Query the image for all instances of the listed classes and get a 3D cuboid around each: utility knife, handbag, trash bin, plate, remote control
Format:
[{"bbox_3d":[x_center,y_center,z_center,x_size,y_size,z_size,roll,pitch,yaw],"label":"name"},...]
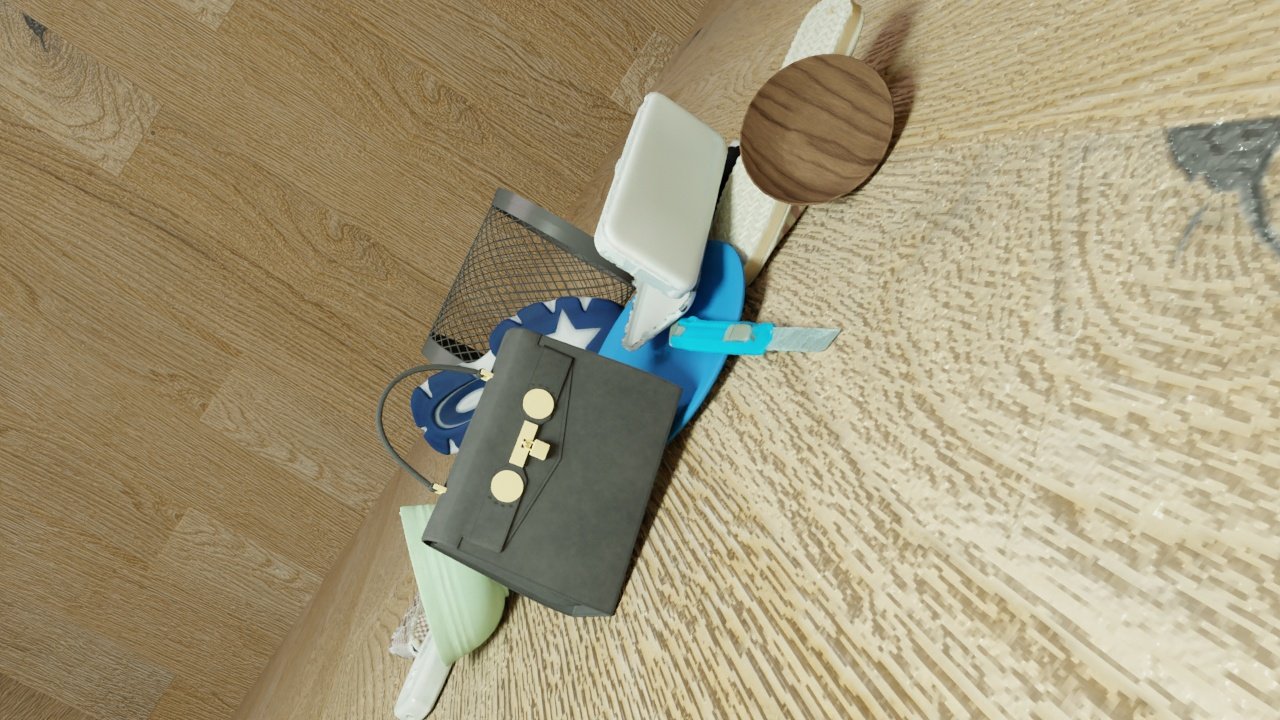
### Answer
[{"bbox_3d":[0.072,-0.019,0.662,0.221,0.015,0.031,6,71,62],"label":"utility knife"},{"bbox_3d":[-0.092,0.064,0.654,0.072,0.195,0.175,-29,38,59],"label":"handbag"},{"bbox_3d":[-0.142,-0.066,1.176,0.227,0.217,0.218,-60,13,2],"label":"trash bin"},{"bbox_3d":[0.020,0.000,0.789,0.225,0.024,0.223,-44,29,32],"label":"plate"},{"bbox_3d":[-0.230,0.258,1.073,0.124,0.047,0.185,-35,25,59],"label":"handbag"},{"bbox_3d":[-0.210,0.307,0.923,0.060,0.028,0.114,-46,17,38],"label":"remote control"}]

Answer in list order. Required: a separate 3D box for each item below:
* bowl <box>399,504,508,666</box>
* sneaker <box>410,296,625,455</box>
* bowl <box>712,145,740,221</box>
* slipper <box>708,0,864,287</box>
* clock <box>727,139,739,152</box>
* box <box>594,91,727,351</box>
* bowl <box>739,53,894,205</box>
[{"bbox_3d":[-0.168,0.199,0.853,0.077,0.151,0.151,-16,5,-15],"label":"bowl"},{"bbox_3d":[-0.113,0.006,0.988,0.270,0.103,0.132,-29,0,23],"label":"sneaker"},{"bbox_3d":[0.098,-0.172,0.898,0.124,0.052,0.124,-52,14,18],"label":"bowl"},{"bbox_3d":[0.128,-0.180,0.789,0.263,0.052,0.115,-68,23,8],"label":"slipper"},{"bbox_3d":[0.093,-0.197,1.018,0.123,0.035,0.094,-50,15,22],"label":"clock"},{"bbox_3d":[0.004,-0.123,0.794,0.129,0.105,0.209,-43,23,41],"label":"box"},{"bbox_3d":[0.137,-0.172,0.704,0.119,0.119,0.032,-55,-28,9],"label":"bowl"}]
